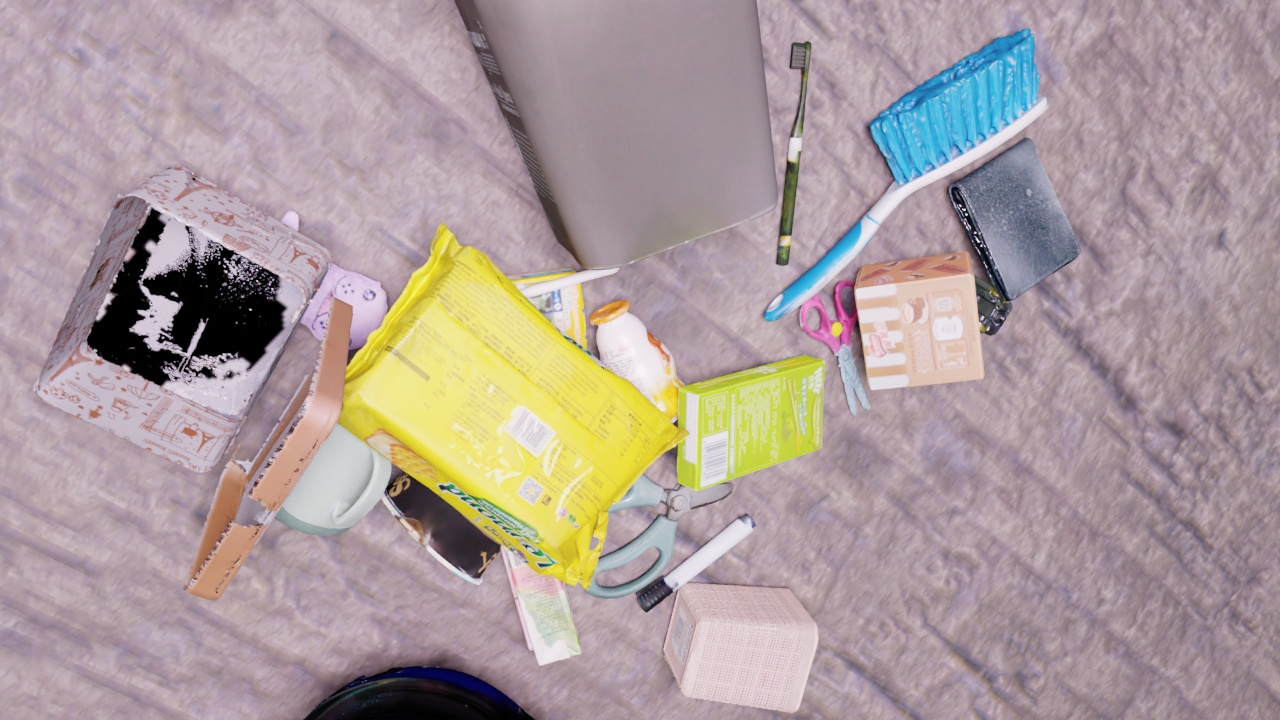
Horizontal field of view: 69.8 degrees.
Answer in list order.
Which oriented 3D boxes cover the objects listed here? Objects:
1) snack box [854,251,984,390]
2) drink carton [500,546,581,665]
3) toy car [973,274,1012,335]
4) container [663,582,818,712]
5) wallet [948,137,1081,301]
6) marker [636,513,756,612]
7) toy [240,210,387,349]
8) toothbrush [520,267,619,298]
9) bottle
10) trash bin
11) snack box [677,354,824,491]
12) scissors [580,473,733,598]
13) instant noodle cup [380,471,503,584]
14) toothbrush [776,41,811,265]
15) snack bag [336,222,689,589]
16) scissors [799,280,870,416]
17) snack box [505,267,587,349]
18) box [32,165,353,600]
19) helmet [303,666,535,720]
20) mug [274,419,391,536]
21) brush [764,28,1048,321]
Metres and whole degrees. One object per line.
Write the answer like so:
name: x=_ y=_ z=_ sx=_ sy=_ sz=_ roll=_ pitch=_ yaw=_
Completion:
snack box: x=0.240 y=-0.035 z=0.790 sx=0.094 sy=0.076 sz=0.093 roll=-7 pitch=109 yaw=20
drink carton: x=-0.088 y=0.197 z=0.794 sx=0.045 sy=0.053 sz=0.122 roll=-15 pitch=108 yaw=-7
toy car: x=0.294 y=-0.059 z=0.839 sx=0.090 sy=0.035 sz=0.042 roll=29 pitch=94 yaw=-14
container: x=0.088 y=0.259 z=0.840 sx=0.111 sy=0.090 sz=0.090 roll=10 pitch=101 yaw=-15
wallet: x=0.339 y=-0.126 z=0.823 sx=0.097 sy=0.019 sz=0.121 roll=-31 pitch=99 yaw=-16
marker: x=0.051 y=0.185 z=0.846 sx=0.130 sy=0.018 sz=0.022 roll=-38 pitch=72 yaw=-5
toy: x=-0.242 y=-0.052 z=0.694 sx=0.108 sy=0.039 sz=0.084 roll=33 pitch=97 yaw=-19
toothbrush: x=-0.103 y=-0.052 z=0.711 sx=0.180 sy=0.016 sz=0.016 roll=-16 pitch=101 yaw=-11
bottle: x=-0.005 y=0.004 z=0.760 sx=0.063 sy=0.063 sz=0.108 roll=-28 pitch=110 yaw=-7
trash bin: x=-0.015 y=-0.200 z=0.644 sx=0.198 sy=0.199 sz=0.220 roll=-20 pitch=115 yaw=-8
snack box: x=0.098 y=0.051 z=0.789 sx=0.156 sy=0.026 sz=0.086 roll=-13 pitch=110 yaw=-36
scissors: x=0.010 y=0.153 z=0.828 sx=0.179 sy=0.019 sz=0.161 roll=-9 pitch=106 yaw=-14
instant noodle cup: x=-0.127 y=0.097 z=0.735 sx=0.120 sy=0.111 sz=0.111 roll=-46 pitch=111 yaw=-7
toothbrush: x=0.127 y=-0.173 z=0.777 sx=0.017 sy=0.012 sz=0.186 roll=2 pitch=104 yaw=-9
snack bag: x=-0.094 y=0.038 z=0.664 sx=0.246 sy=0.068 sz=0.157 roll=40 pitch=71 yaw=-15
scissors: x=0.192 y=-0.011 z=0.837 sx=0.072 sy=0.017 sz=0.137 roll=-36 pitch=115 yaw=-14
snack box: x=-0.115 y=-0.023 z=0.741 sx=0.140 sy=0.033 sz=0.087 roll=-9 pitch=106 yaw=-11
box: x=-0.299 y=0.005 z=0.595 sx=0.157 sy=0.217 sz=0.181 roll=27 pitch=115 yaw=-27
helmet: x=-0.175 y=0.358 z=0.708 sx=0.247 sy=0.240 sz=0.315 roll=-32 pitch=121 yaw=-5
mug: x=-0.228 y=0.079 z=0.696 sx=0.082 sy=0.112 sz=0.106 roll=21 pitch=101 yaw=-48
brush: x=0.219 y=-0.157 z=0.786 sx=0.314 sy=0.060 sz=0.109 roll=-32 pitch=114 yaw=-3
